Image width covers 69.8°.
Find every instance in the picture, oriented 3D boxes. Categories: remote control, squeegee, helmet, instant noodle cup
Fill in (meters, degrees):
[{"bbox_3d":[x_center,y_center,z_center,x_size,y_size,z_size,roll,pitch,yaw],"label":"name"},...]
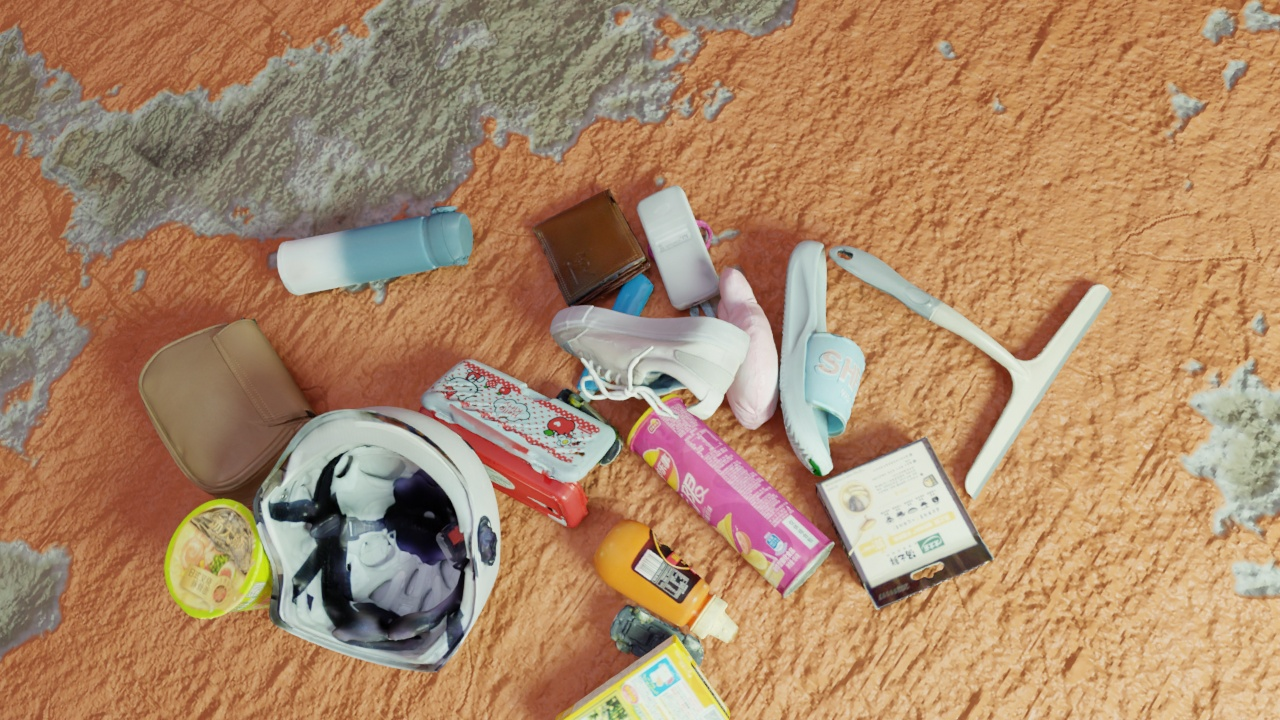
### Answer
[{"bbox_3d":[0.040,-0.120,0.974,0.056,0.020,0.136,-24,69,12],"label":"remote control"},{"bbox_3d":[0.286,-0.041,0.871,0.246,0.039,0.246,36,82,8],"label":"squeegee"},{"bbox_3d":[-0.229,0.154,0.876,0.229,0.145,0.259,6,104,13],"label":"helmet"},{"bbox_3d":[-0.386,0.204,0.922,0.112,0.123,0.111,-6,71,17],"label":"instant noodle cup"}]

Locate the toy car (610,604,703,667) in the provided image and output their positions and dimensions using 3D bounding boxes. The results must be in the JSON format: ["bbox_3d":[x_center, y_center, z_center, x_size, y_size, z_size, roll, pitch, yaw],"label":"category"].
[{"bbox_3d":[0.016,0.263,0.861,0.090,0.034,0.043,27,88,6],"label":"toy car"}]

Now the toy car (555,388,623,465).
[{"bbox_3d":[-0.053,0.068,0.939,0.090,0.035,0.042,42,112,22],"label":"toy car"}]

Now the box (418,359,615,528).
[{"bbox_3d":[-0.125,0.075,0.931,0.201,0.095,0.101,24,62,23],"label":"box"}]

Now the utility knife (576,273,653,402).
[{"bbox_3d":[-0.030,-0.023,0.977,0.034,0.018,0.159,20,78,30],"label":"utility knife"}]

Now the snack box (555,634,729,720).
[{"bbox_3d":[0.000,0.325,0.829,0.140,0.033,0.087,-36,87,1],"label":"snack box"}]

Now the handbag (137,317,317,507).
[{"bbox_3d":[-0.445,0.056,1.005,0.147,0.100,0.204,-36,68,-9],"label":"handbag"}]

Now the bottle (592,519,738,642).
[{"bbox_3d":[0.028,0.213,0.864,0.149,0.067,0.066,35,82,13],"label":"bottle"}]

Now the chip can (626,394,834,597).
[{"bbox_3d":[0.083,0.126,0.873,0.071,0.071,0.210,-45,69,-5],"label":"chip can"}]

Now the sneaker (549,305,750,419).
[{"bbox_3d":[-0.005,0.005,0.874,0.243,0.089,0.090,8,74,47],"label":"sneaker"}]

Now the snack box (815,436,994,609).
[{"bbox_3d":[0.238,0.149,0.840,0.113,0.053,0.125,-24,69,4],"label":"snack box"}]

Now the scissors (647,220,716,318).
[{"bbox_3d":[0.044,-0.085,0.984,0.084,0.017,0.137,-6,74,10],"label":"scissors"}]

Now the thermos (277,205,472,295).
[{"bbox_3d":[-0.300,-0.125,1.048,0.221,0.070,0.070,-10,70,9],"label":"thermos"}]

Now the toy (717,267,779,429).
[{"bbox_3d":[0.102,-0.012,0.892,0.054,0.121,0.159,-8,59,-3],"label":"toy"}]

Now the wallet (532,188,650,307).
[{"bbox_3d":[-0.056,-0.124,1.004,0.101,0.032,0.124,-30,58,6],"label":"wallet"}]

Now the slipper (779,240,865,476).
[{"bbox_3d":[0.178,-0.005,0.881,0.074,0.104,0.245,-3,64,17],"label":"slipper"}]
